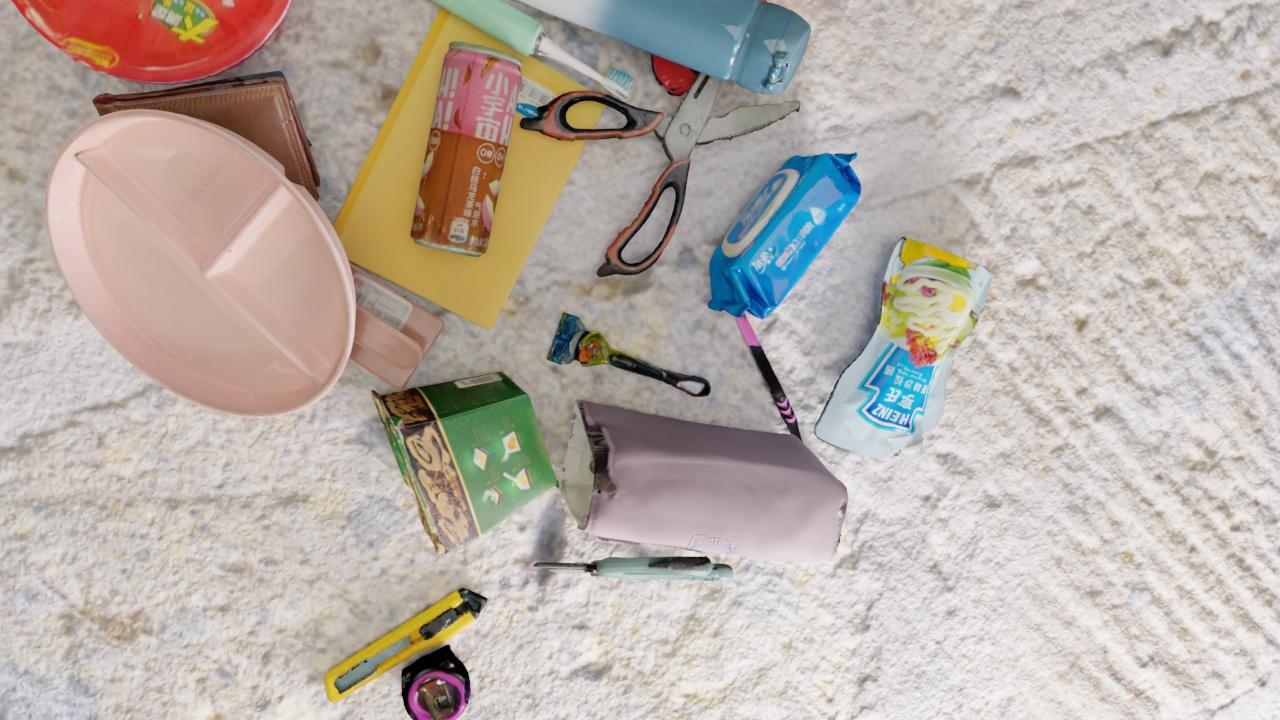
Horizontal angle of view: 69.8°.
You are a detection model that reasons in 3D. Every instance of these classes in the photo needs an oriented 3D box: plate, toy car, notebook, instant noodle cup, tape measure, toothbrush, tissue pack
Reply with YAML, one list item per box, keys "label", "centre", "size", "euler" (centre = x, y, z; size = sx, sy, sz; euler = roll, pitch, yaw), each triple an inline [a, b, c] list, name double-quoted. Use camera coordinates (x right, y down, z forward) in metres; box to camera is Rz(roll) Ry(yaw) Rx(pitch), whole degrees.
- label: "plate"
  centre: [-0.298, -0.062, 0.633]
  size: [0.230, 0.028, 0.230]
  euler: [7, 123, 11]
- label: "toy car"
  centre: [0.060, -0.248, 0.725]
  size: [0.106, 0.031, 0.049]
  euler: [-25, 103, -4]
- label: "notebook"
  centre: [-0.134, -0.145, 0.714]
  size: [0.146, 0.010, 0.206]
  euler: [26, 94, -14]
- label: "instant noodle cup"
  centre: [-0.326, -0.284, 0.621]
  size: [0.193, 0.066, 0.194]
  euler: [-2, 101, -10]
- label: "tape measure"
  centre: [-0.171, 0.275, 0.767]
  size: [0.057, 0.039, 0.058]
  euler: [-26, 104, -6]
- label: "toothbrush"
  centre: [0.122, 0.032, 0.795]
  size: [0.014, 0.018, 0.189]
  euler: [-30, 103, -14]
- label: "tissue pack"
  centre: [0.108, -0.101, 0.728]
  size: [0.052, 0.095, 0.157]
  euler: [36, 93, -14]
- label: "toothbrush"
  centre: [-0.105, -0.252, 0.676]
  size: [0.224, 0.026, 0.027]
  euler: [29, 79, -6]

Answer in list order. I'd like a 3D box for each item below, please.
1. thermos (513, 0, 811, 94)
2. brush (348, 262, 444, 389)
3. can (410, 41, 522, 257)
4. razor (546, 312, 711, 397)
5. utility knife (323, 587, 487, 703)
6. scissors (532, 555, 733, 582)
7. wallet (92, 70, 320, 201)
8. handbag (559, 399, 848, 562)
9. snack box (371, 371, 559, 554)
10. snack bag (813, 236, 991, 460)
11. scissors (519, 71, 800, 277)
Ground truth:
- label: "thermos"
  centre: [0.014, -0.256, 0.666]
  size: [0.220, 0.070, 0.070]
  euler: [21, 95, 2]
- label: "brush"
  centre: [-0.223, -0.042, 0.683]
  size: [0.145, 0.073, 0.063]
  euler: [34, 92, -13]
- label: "can"
  centre: [-0.128, -0.153, 0.677]
  size: [0.058, 0.058, 0.147]
  euler: [11, 97, -13]
- label: "razor"
  centre: [-0.004, 0.004, 0.762]
  size: [0.142, 0.022, 0.043]
  euler: [20, 98, -15]
- label: "utility knife"
  centre: [-0.197, 0.239, 0.768]
  size: [0.154, 0.015, 0.033]
  euler: [-32, 102, -4]
- label: "scissors"
  centre: [0.000, 0.166, 0.734]
  size: [0.173, 0.179, 0.019]
  euler: [5, 75, -9]
- label: "wallet"
  centre: [-0.297, -0.148, 0.643]
  size: [0.124, 0.032, 0.101]
  euler: [-12, 139, -10]
- label: "handbag"
  centre: [0.044, 0.102, 0.726]
  size: [0.197, 0.145, 0.098]
  euler: [9, 95, -12]
- label: "snack box"
  centre: [-0.132, 0.066, 0.706]
  size: [0.105, 0.118, 0.117]
  euler: [-23, 111, -19]
- label: "snack bag"
  centre: [0.232, -0.004, 0.801]
  size: [0.110, 0.039, 0.191]
  euler: [17, 97, -25]
- label: "scissors"
  centre: [0.020, -0.165, 0.719]
  size: [0.222, 0.015, 0.189]
  euler: [-8, 104, -4]
